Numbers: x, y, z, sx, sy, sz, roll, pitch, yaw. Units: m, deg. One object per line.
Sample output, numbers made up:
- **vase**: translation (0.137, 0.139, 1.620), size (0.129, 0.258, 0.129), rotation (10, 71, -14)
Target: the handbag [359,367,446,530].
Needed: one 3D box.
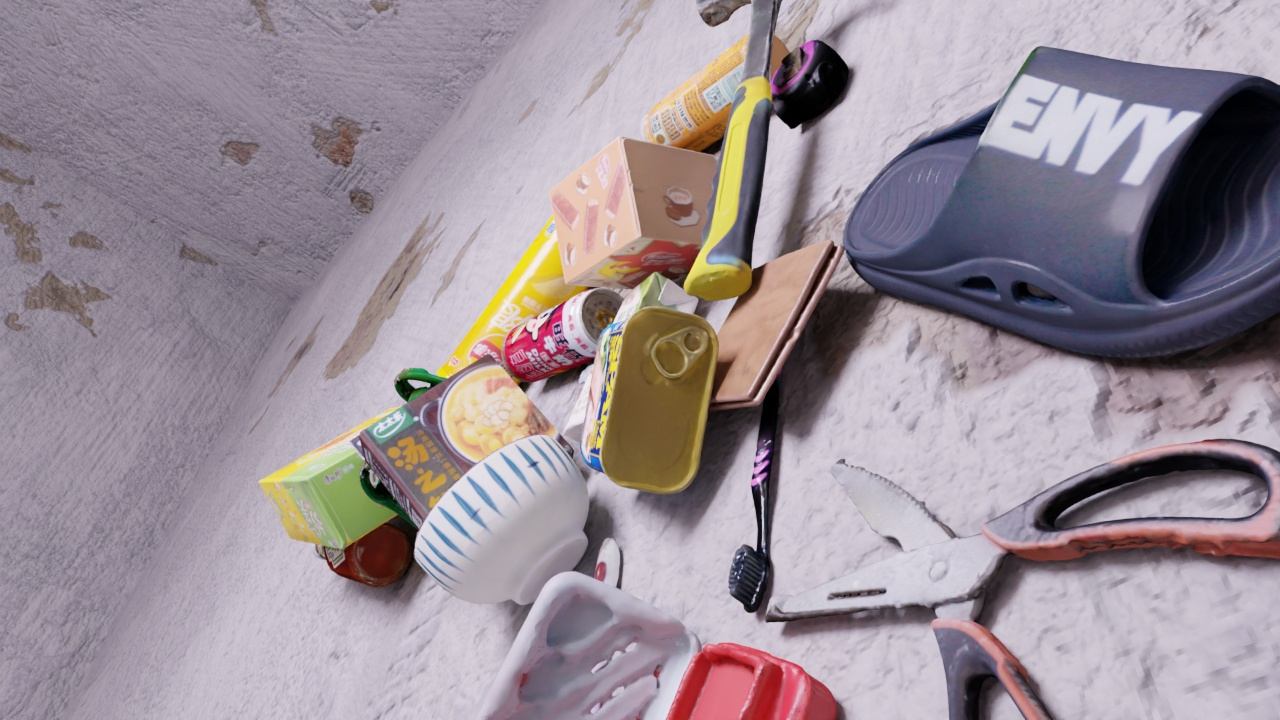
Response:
- **handbag**: translation (-0.155, 0.074, 0.735), size (0.068, 0.120, 0.131), rotation (-42, 28, 40)

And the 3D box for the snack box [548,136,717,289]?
- **snack box**: translation (0.000, -0.104, 0.680), size (0.095, 0.092, 0.077), rotation (-26, 70, 47)

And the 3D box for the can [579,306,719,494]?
- **can**: translation (0.001, 0.024, 0.545), size (0.083, 0.057, 0.102), rotation (172, 109, -76)

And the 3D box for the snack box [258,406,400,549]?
- **snack box**: translation (-0.254, 0.102, 0.862), size (0.157, 0.070, 0.211), rotation (-32, 10, -31)

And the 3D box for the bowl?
- **bowl**: translation (-0.076, 0.111, 0.579), size (0.066, 0.116, 0.116), rotation (43, 100, 22)

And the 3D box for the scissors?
- **scissors**: translation (0.126, 0.080, 0.330), size (0.189, 0.015, 0.225), rotation (-48, 25, 16)

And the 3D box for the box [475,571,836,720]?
- **box**: translation (-0.016, 0.201, 0.372), size (0.155, 0.074, 0.200), rotation (14, 68, 34)

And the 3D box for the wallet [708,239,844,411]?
- **wallet**: translation (0.068, -0.017, 0.531), size (0.101, 0.020, 0.115), rotation (-61, 10, -11)

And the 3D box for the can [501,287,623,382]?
- **can**: translation (-0.063, -0.019, 0.766), size (0.133, 0.053, 0.053), rotation (-20, 41, 53)

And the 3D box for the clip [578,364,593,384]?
- **clip**: translation (-0.033, 0.012, 0.713), size (0.026, 0.043, 0.058), rotation (-62, 17, -10)

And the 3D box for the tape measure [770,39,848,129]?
- **tape measure**: translation (0.123, -0.209, 0.683), size (0.057, 0.039, 0.057), rotation (-33, 31, 40)

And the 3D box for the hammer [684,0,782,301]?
- **hammer**: translation (0.078, -0.179, 0.640), size (0.126, 0.032, 0.322), rotation (-15, 50, 35)

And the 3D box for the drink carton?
- **drink carton**: translation (-0.004, 0.004, 0.634), size (0.054, 0.045, 0.122), rotation (-35, 28, 59)

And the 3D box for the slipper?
- **slipper**: translation (0.158, -0.073, 0.391), size (0.110, 0.083, 0.268), rotation (-59, 22, -4)

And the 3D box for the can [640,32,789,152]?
- **can**: translation (0.064, -0.222, 0.789), size (0.146, 0.058, 0.058), rotation (-23, 39, 50)

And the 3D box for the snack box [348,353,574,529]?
- **snack box**: translation (-0.130, 0.062, 0.659), size (0.113, 0.125, 0.053), rotation (-35, -20, -26)

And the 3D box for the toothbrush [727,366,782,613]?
- **toothbrush**: translation (0.064, 0.047, 0.488), size (0.014, 0.018, 0.188), rotation (-36, 28, 40)

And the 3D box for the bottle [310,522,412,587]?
- **bottle**: translation (-0.283, 0.185, 0.900), size (0.207, 0.059, 0.059), rotation (-12, 48, 57)

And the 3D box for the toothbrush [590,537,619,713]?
- **toothbrush**: translation (-0.028, 0.172, 0.494), size (0.016, 0.017, 0.187), rotation (-37, 30, 33)

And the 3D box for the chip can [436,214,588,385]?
- **chip can**: translation (-0.101, -0.053, 0.860), size (0.213, 0.072, 0.072), rotation (-53, 24, 1)

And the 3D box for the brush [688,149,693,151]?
- **brush**: translation (-0.002, -0.157, 0.814), size (0.063, 0.069, 0.146), rotation (-57, 24, -6)
